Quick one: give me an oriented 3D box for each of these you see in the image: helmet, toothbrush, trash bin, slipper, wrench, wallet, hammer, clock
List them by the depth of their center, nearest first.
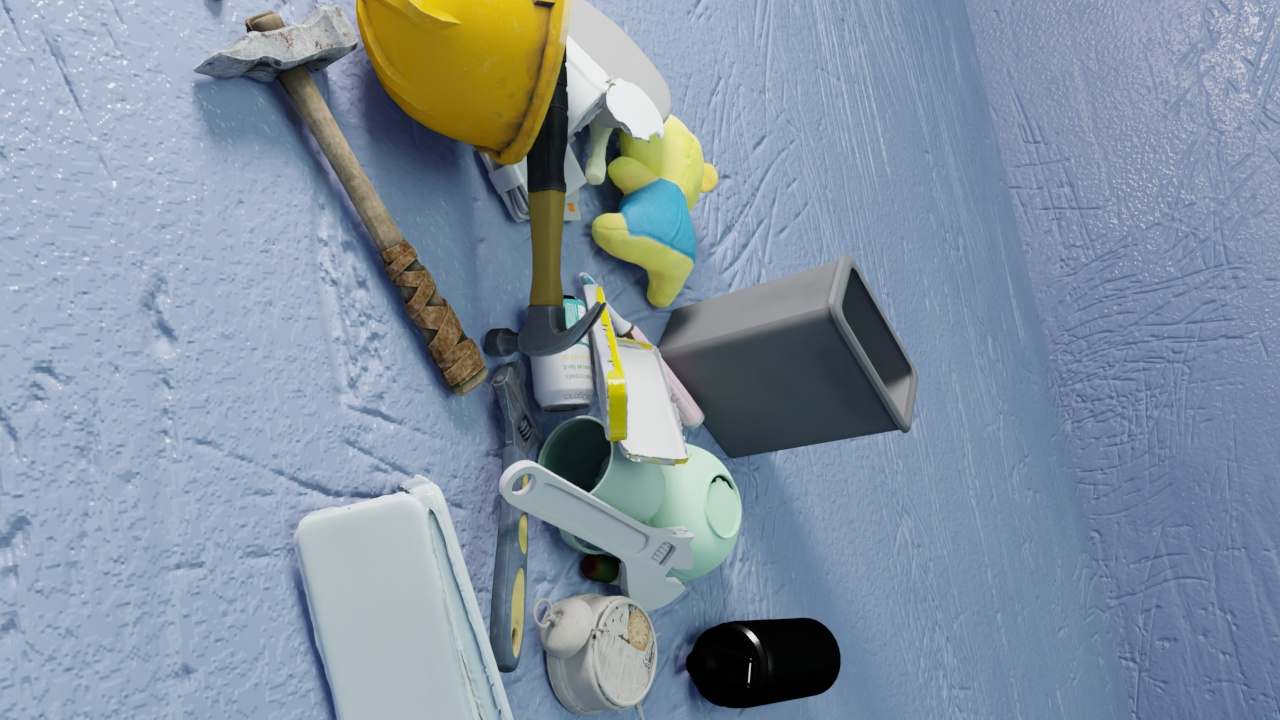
[{"bbox_3d":[-0.207,-0.112,0.710,0.121,0.049,0.319,-48,119,-46],"label":"hammer"},{"bbox_3d":[-0.157,-0.281,0.732,0.131,0.206,0.255,4,47,-28],"label":"helmet"},{"bbox_3d":[-0.103,0.114,0.746,0.073,0.022,0.272,57,25,-50],"label":"wrench"},{"bbox_3d":[-0.080,-0.169,0.778,0.025,0.118,0.333,1,89,-58],"label":"hammer"},{"bbox_3d":[-0.034,0.154,0.792,0.086,0.018,0.273,-53,136,0],"label":"wrench"},{"bbox_3d":[-0.038,0.245,0.792,0.157,0.061,0.103,45,45,-38],"label":"clock"},{"bbox_3d":[-0.096,-0.178,0.886,0.115,0.038,0.118,63,34,-16],"label":"wallet"},{"bbox_3d":[-0.087,-0.320,0.928,0.266,0.081,0.112,42,41,-14],"label":"slipper"},{"bbox_3d":[0.001,-0.009,0.966,0.027,0.026,0.222,-41,119,-5],"label":"toothbrush"},{"bbox_3d":[0.162,0.006,1.011,0.192,0.220,0.097,52,41,-28],"label":"trash bin"}]

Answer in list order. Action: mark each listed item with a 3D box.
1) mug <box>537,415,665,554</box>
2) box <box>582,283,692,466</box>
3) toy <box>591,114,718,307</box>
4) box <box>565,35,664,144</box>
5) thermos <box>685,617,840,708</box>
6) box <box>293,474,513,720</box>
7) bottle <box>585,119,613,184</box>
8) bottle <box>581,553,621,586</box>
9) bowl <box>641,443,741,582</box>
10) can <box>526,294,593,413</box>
[{"bbox_3d":[-0.035,0.120,0.832,0.104,0.084,0.111,36,67,-47],"label":"mug"},{"bbox_3d":[-0.016,0.013,0.838,0.117,0.057,0.209,46,13,-28],"label":"box"},{"bbox_3d":[0.022,-0.184,1.009,0.149,0.084,0.213,40,51,-41],"label":"toy"},{"bbox_3d":[-0.058,-0.242,0.847,0.166,0.093,0.083,45,30,-7],"label":"box"},{"bbox_3d":[0.128,0.318,0.970,0.198,0.086,0.086,17,64,-50],"label":"thermos"},{"bbox_3d":[-0.174,0.195,0.638,0.127,0.106,0.215,-18,92,-26],"label":"box"},{"bbox_3d":[-0.040,-0.268,0.984,0.045,0.045,0.184,32,54,-44],"label":"bottle"},{"bbox_3d":[-0.014,0.202,0.871,0.106,0.025,0.025,27,57,-46],"label":"bottle"},{"bbox_3d":[0.054,0.152,0.938,0.150,0.077,0.150,23,61,-49],"label":"bowl"},{"bbox_3d":[-0.073,-0.006,0.839,0.054,0.055,0.101,8,72,-52],"label":"can"}]
